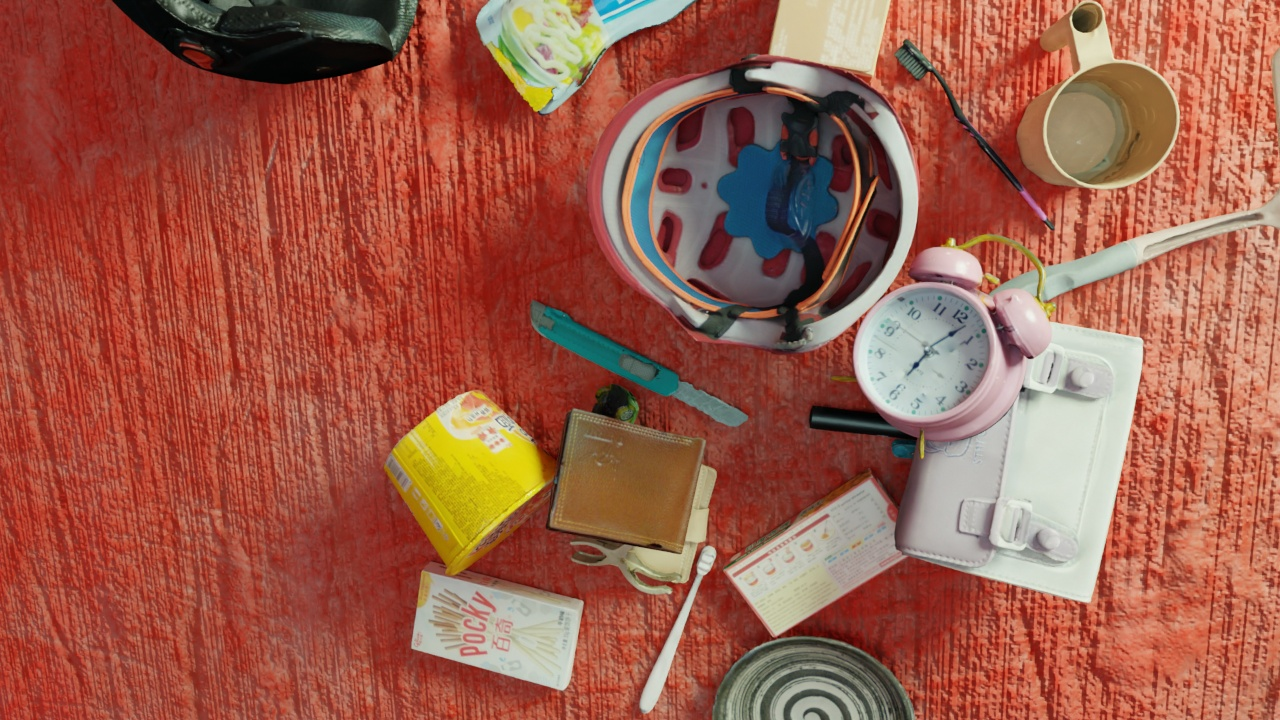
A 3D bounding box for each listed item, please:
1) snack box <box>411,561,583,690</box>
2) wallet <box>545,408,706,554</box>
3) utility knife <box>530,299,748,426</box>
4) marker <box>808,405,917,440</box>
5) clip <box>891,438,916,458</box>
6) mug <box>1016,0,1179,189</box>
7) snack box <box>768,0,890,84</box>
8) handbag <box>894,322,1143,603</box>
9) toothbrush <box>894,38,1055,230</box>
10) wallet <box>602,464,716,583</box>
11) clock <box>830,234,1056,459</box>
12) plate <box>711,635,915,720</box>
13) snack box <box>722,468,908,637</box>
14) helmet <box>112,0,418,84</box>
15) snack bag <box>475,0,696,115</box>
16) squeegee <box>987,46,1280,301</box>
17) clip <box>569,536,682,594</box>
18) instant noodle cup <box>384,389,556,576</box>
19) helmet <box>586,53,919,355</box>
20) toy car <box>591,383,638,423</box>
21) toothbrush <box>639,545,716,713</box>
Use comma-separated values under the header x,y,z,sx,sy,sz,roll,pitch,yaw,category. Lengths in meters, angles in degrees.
x,y,z,sx,sy,sz,roll,pitch,yaw,category
-0.136,0.251,0.871,0.157,0.026,0.085,12,103,8,snack box
-0.011,0.099,0.752,0.124,0.032,0.101,15,74,-17,wallet
-0.005,0.005,0.802,0.216,0.013,0.029,26,105,5,utility knife
0.208,0.054,0.766,0.132,0.020,0.022,6,113,10,marker
0.237,0.075,0.764,0.056,0.043,0.014,3,99,11,clip
0.315,-0.184,0.655,0.084,0.103,0.124,-16,97,13,mug
0.143,-0.258,0.680,0.077,0.094,0.093,13,103,9,snack box
0.282,0.067,0.698,0.145,0.098,0.197,11,88,17,handbag
0.261,-0.173,0.715,0.018,0.014,0.189,-38,92,25,toothbrush
0.018,0.139,0.820,0.087,0.024,0.115,14,102,7,wallet
0.222,-0.017,0.657,0.117,0.059,0.159,45,105,32,clock
0.155,0.325,0.825,0.179,0.024,0.179,3,103,11,plate
0.157,0.168,0.795,0.156,0.027,0.077,-36,92,16,snack box
-0.290,-0.322,0.670,0.231,0.274,0.233,0,90,38,helmet
-0.036,-0.295,0.740,0.191,0.038,0.110,-35,81,15,snack bag
0.382,-0.082,0.695,0.250,0.040,0.248,-18,114,20,squeegee
-0.008,0.160,0.803,0.103,0.034,0.093,27,113,16,clip
-0.145,0.100,0.794,0.138,0.138,0.110,-44,81,15,instant noodle cup
0.094,-0.120,0.696,0.240,0.143,0.207,17,108,23,helmet
-0.029,0.064,0.803,0.043,0.036,0.091,47,119,47,toy car
0.033,0.251,0.841,0.016,0.016,0.180,23,104,9,toothbrush
